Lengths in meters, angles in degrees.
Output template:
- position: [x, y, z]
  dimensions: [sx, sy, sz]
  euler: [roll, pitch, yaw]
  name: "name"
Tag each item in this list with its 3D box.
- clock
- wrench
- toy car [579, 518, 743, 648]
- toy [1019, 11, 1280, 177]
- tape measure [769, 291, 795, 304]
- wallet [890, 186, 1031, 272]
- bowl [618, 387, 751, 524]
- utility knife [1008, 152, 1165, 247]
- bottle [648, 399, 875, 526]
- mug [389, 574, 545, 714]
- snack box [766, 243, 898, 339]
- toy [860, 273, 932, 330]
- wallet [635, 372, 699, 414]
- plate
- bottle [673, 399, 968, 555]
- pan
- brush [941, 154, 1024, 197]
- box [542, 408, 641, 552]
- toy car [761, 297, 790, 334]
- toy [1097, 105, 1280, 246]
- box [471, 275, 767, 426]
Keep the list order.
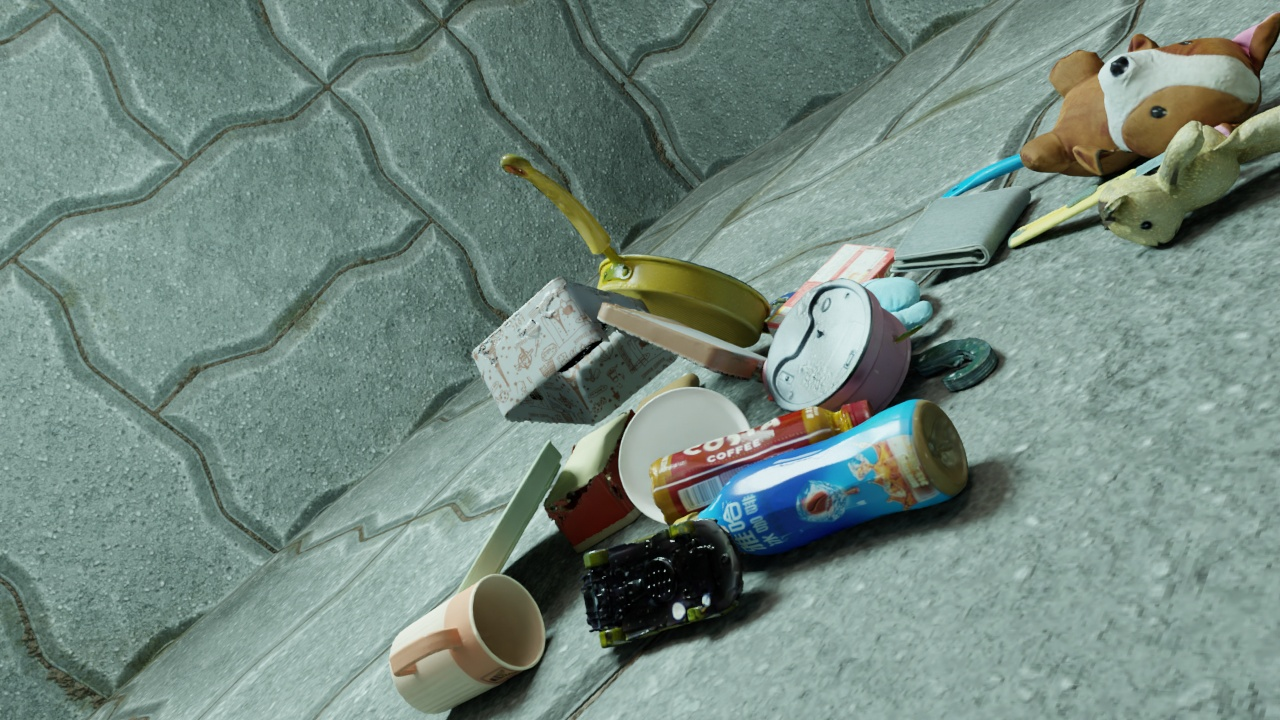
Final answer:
- position: [0.155, -0.007, 0.764]
  dimensions: [0.117, 0.059, 0.158]
  euler: [-63, 28, 3]
  name: "clock"
- position: [0.197, 0.013, 0.789]
  dimensions: [0.056, 0.016, 0.274]
  euler: [-42, 13, -24]
  name: "wrench"
- position: [0.013, 0.159, 0.650]
  dimensions: [0.042, 0.070, 0.159]
  euler: [7, -25, -45]
  name: "toy car"
- position: [0.421, -0.217, 0.768]
  dimensions: [0.200, 0.130, 0.140]
  euler: [21, 92, 66]
  name: "toy"
- position: [0.177, -0.061, 1.126]
  dimensions: [0.058, 0.025, 0.054]
  euler: [-26, 14, 31]
  name: "tape measure"
- position: [0.316, -0.127, 0.912]
  dimensions: [0.107, 0.037, 0.129]
  euler: [-3, 32, 43]
  name: "wallet"
- position: [0.048, 0.088, 0.786]
  dimensions: [0.118, 0.118, 0.064]
  euler: [-36, -27, 7]
  name: "bowl"
- position: [0.375, -0.133, 0.763]
  dimensions: [0.030, 0.021, 0.205]
  euler: [-50, 9, -23]
  name: "utility knife"
- position: [0.095, 0.077, 0.695]
  dimensions: [0.175, 0.057, 0.057]
  euler: [-21, 16, 18]
  name: "bottle"
- position: [-0.154, 0.237, 0.754]
  dimensions: [0.106, 0.081, 0.114]
  euler: [-35, -23, 24]
  name: "mug"
- position: [0.212, -0.072, 0.995]
  dimensions: [0.152, 0.025, 0.075]
  euler: [-43, 35, -24]
  name: "snack box"
- position: [0.216, -0.045, 0.863]
  dimensions: [0.155, 0.050, 0.162]
  euler: [-34, 14, -34]
  name: "toy"
- position: [0.028, 0.058, 1.093]
  dimensions: [0.090, 0.033, 0.115]
  euler: [-32, 11, 15]
  name: "wallet"
- position: [-0.139, 0.184, 0.911]
  dimensions: [0.230, 0.027, 0.230]
  euler: [-60, 2, 3]
  name: "plate"
- position: [0.108, 0.091, 0.620]
  dimensions: [0.219, 0.065, 0.065]
  euler: [-28, 14, 38]
  name: "bottle"
- position: [-0.009, -0.106, 0.983]
  dimensions: [0.198, 0.357, 0.078]
  euler: [-1, 69, 52]
  name: "pan"
- position: [0.422, -0.218, 0.922]
  dimensions: [0.255, 0.046, 0.083]
  euler: [-24, 20, 31]
  name: "brush"
- position: [-0.043, 0.116, 0.961]
  dimensions: [0.091, 0.076, 0.168]
  euler: [-33, 11, 19]
  name: "box"
- position: [0.181, -0.050, 1.054]
  dimensions: [0.105, 0.032, 0.048]
  euler: [-10, 34, 46]
  name: "toy car"
- position: [0.405, -0.133, 0.645]
  dimensions: [0.158, 0.066, 0.105]
  euler: [-28, -18, 25]
  name: "toy"
- position: [-0.009, -0.010, 0.884]
  dimensions: [0.271, 0.134, 0.179]
  euler: [-8, -9, 27]
  name: "box"
